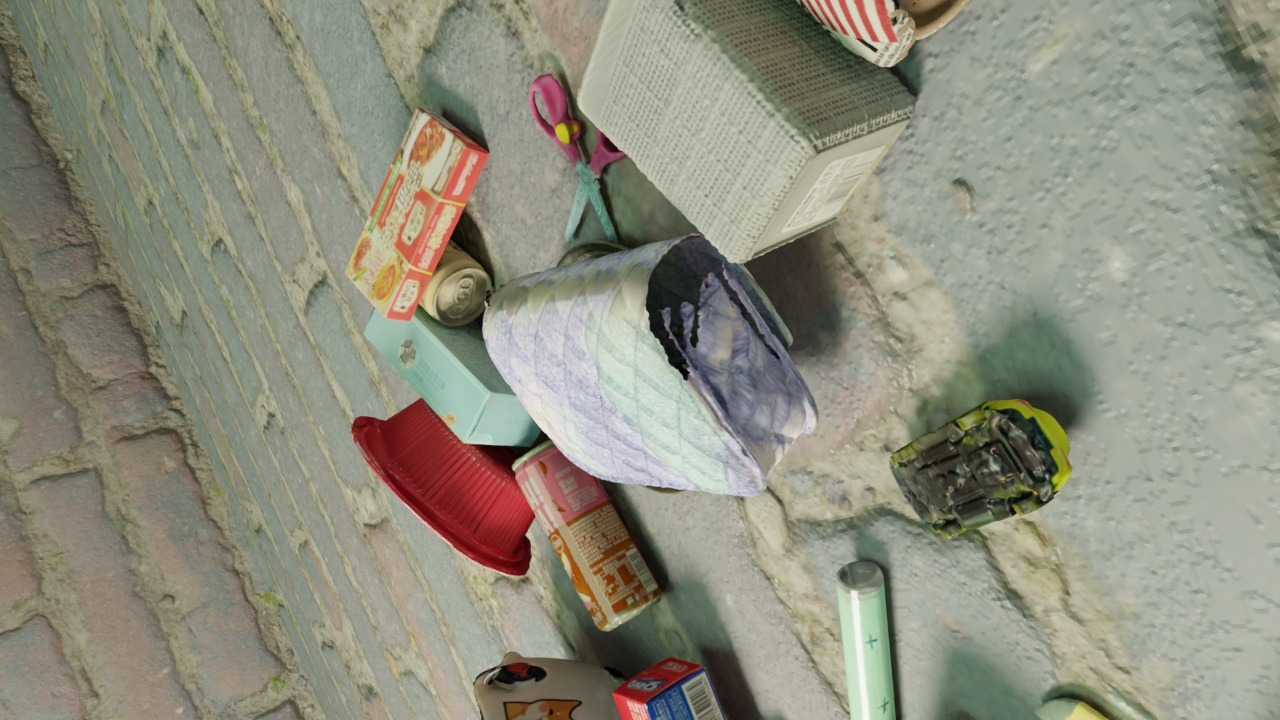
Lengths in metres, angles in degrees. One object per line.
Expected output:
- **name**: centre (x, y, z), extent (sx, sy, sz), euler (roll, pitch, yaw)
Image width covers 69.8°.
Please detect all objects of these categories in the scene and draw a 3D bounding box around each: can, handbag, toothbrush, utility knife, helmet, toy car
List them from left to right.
- **can**: centre (-0.179, -0.081, 0.776), extent (0.116, 0.058, 0.059), euler (40, 139, 35)
- **can**: centre (-0.042, 0.133, 0.712), extent (0.147, 0.057, 0.058), euler (59, 146, 12)
- **helmet**: centre (-0.043, 0.354, 0.733), extent (0.273, 0.157, 0.230), euler (-70, -32, -70)
- **handbag**: centre (-0.002, 0.003, 0.507), extent (0.194, 0.075, 0.134), euler (-3, 128, 56)
- **toothbrush**: centre (0.138, 0.219, 0.539), extent (0.026, 0.027, 0.225), euler (30, 133, 61)
- **toy car**: centre (0.151, 0.047, 0.412), extent (0.048, 0.032, 0.105), euler (59, 158, 11)
- **utility knife**: centre (0.260, 0.212, 0.369), extent (0.220, 0.022, 0.031), euler (41, 144, 43)

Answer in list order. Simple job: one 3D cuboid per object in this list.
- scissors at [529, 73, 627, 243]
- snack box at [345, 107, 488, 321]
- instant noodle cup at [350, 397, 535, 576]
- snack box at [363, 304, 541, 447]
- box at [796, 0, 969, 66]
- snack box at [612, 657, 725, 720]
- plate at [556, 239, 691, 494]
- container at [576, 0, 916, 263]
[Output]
- **scissors**: centre (-0.030, -0.122, 0.581), extent (0.130, 0.017, 0.133), euler (-10, 106, 54)
- **snack box**: centre (-0.179, -0.114, 0.723), extent (0.075, 0.025, 0.153), euler (42, 111, 35)
- **instant noodle cup**: centre (-0.149, 0.094, 0.777), extent (0.194, 0.066, 0.194), euler (43, 179, 1)
- **snack box**: centre (-0.153, 0.004, 0.765), extent (0.175, 0.074, 0.052), euler (39, 108, 35)
- **box**: centre (0.070, -0.195, 0.359), extent (0.163, 0.083, 0.075), euler (49, -178, 5)
- **snack box**: centre (0.049, 0.321, 0.651), extent (0.058, 0.057, 0.207), euler (-21, 91, 61)
- **plate**: centre (-0.004, 0.004, 0.613), extent (0.179, 0.024, 0.180), euler (31, 133, 40)
- **container**: centre (0.047, -0.115, 0.409), extent (0.114, 0.090, 0.090), euler (52, 145, 17)
